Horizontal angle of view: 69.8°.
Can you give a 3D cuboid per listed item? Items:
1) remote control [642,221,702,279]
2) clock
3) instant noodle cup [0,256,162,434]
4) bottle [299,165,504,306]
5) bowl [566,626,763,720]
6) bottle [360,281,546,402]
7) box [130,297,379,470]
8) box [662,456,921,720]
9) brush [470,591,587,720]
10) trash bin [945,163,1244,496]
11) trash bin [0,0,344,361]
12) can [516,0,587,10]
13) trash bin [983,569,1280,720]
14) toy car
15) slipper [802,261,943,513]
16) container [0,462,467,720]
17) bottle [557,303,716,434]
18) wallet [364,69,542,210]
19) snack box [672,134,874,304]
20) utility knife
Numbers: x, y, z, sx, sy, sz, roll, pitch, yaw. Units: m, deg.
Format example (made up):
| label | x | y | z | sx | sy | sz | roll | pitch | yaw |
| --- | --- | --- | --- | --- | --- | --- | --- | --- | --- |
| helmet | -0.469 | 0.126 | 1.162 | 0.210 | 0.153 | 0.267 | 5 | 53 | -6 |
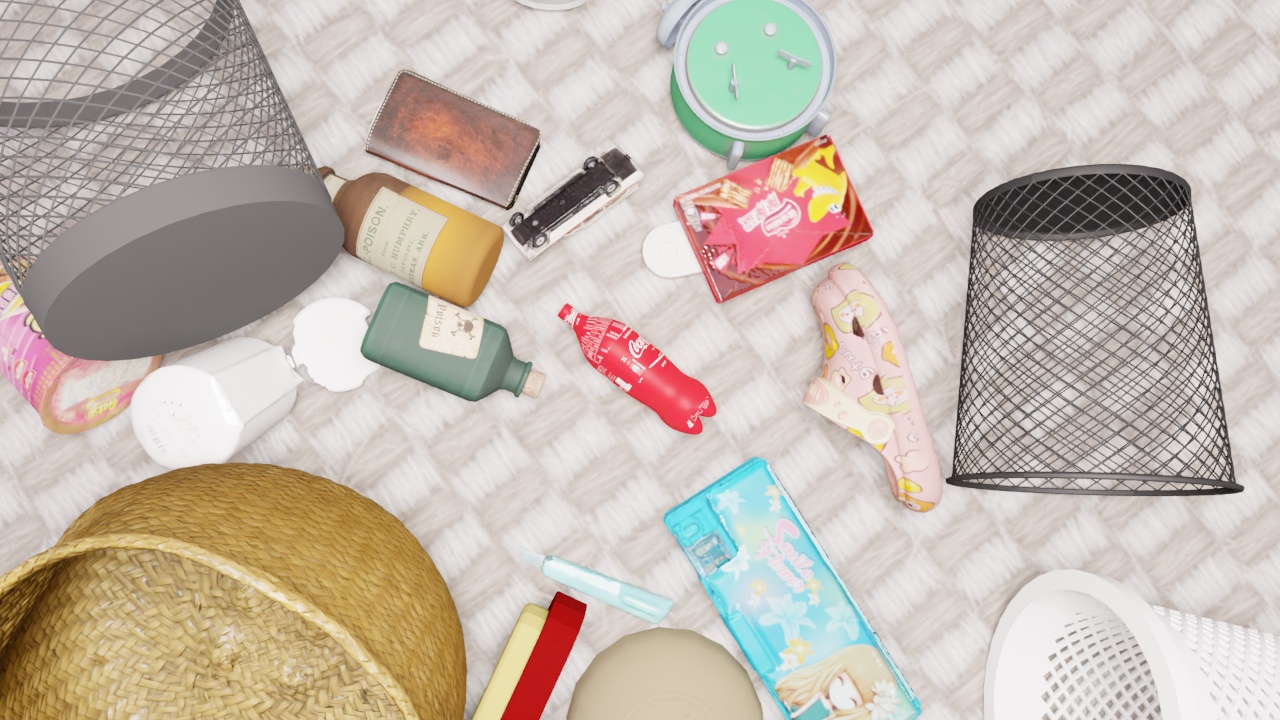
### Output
| label | x | y | z | sx | sy | sz | roll | pitch | yaw |
| --- | --- | --- | --- | --- | --- | --- | --- | --- | --- |
| remote control | 0.068 | -0.096 | 0.727 | 0.136 | 0.013 | 0.043 | -13 | 86 | -3 |
| clock | 0.077 | -0.239 | 0.707 | 0.122 | 0.075 | 0.161 | -22 | 86 | -4 |
| instant noodle cup | -0.427 | -0.017 | 0.666 | 0.108 | 0.098 | 0.097 | 36 | 85 | 8 |
| bottle | -0.186 | -0.102 | 0.690 | 0.157 | 0.068 | 0.068 | 25 | 85 | 0 |
| bowl | 0.020 | 0.280 | 0.679 | 0.152 | 0.050 | 0.152 | 0 | 86 | -2 |
| bottle | -0.135 | -0.005 | 0.686 | 0.131 | 0.061 | 0.061 | 23 | 83 | -8 |
| box | -0.269 | 0.013 | 0.662 | 0.142 | 0.140 | 0.083 | -28 | 101 | 11 |
| box | 0.114 | 0.191 | 0.694 | 0.094 | 0.041 | 0.227 | -32 | 88 | -5 |
| brush | -0.094 | 0.248 | 0.661 | 0.042 | 0.082 | 0.173 | 25 | 85 | -1 |
| trash bin | 0.316 | -0.014 | 0.656 | 0.184 | 0.184 | 0.210 | 4 | 80 | -2 |
| trash bin | -0.333 | -0.145 | 0.600 | 0.217 | 0.218 | 0.227 | -30 | 82 | -4 |
| can | -0.069 | -0.351 | 0.708 | 0.078 | 0.078 | 0.136 | 1 | 86 | -3 |
| trash bin | 0.386 | 0.256 | 0.640 | 0.199 | 0.196 | 0.195 | 9 | 85 | -11 |
| toy car | -0.050 | -0.120 | 0.712 | 0.113 | 0.039 | 0.039 | -38 | 65 | -3 |
| slipper | 0.163 | 0.026 | 0.688 | 0.081 | 0.093 | 0.197 | -19 | 87 | 7 |
| container | -0.255 | 0.223 | 0.574 | 0.307 | 0.196 | 0.307 | 0 | 103 | -2 |
| bottle | -0.004 | 0.004 | 0.703 | 0.141 | 0.042 | 0.042 | 38 | 85 | 1 |
| wallet | -0.146 | -0.172 | 0.721 | 0.123 | 0.019 | 0.072 | 23 | 85 | -1 |
| snack box | 0.103 | -0.110 | 0.711 | 0.133 | 0.021 | 0.089 | -24 | 87 | -5 |
| utility knife | -0.036 | 0.171 | 0.703 | 0.126 | 0.015 | 0.022 | 22 | 84 | 1 |
